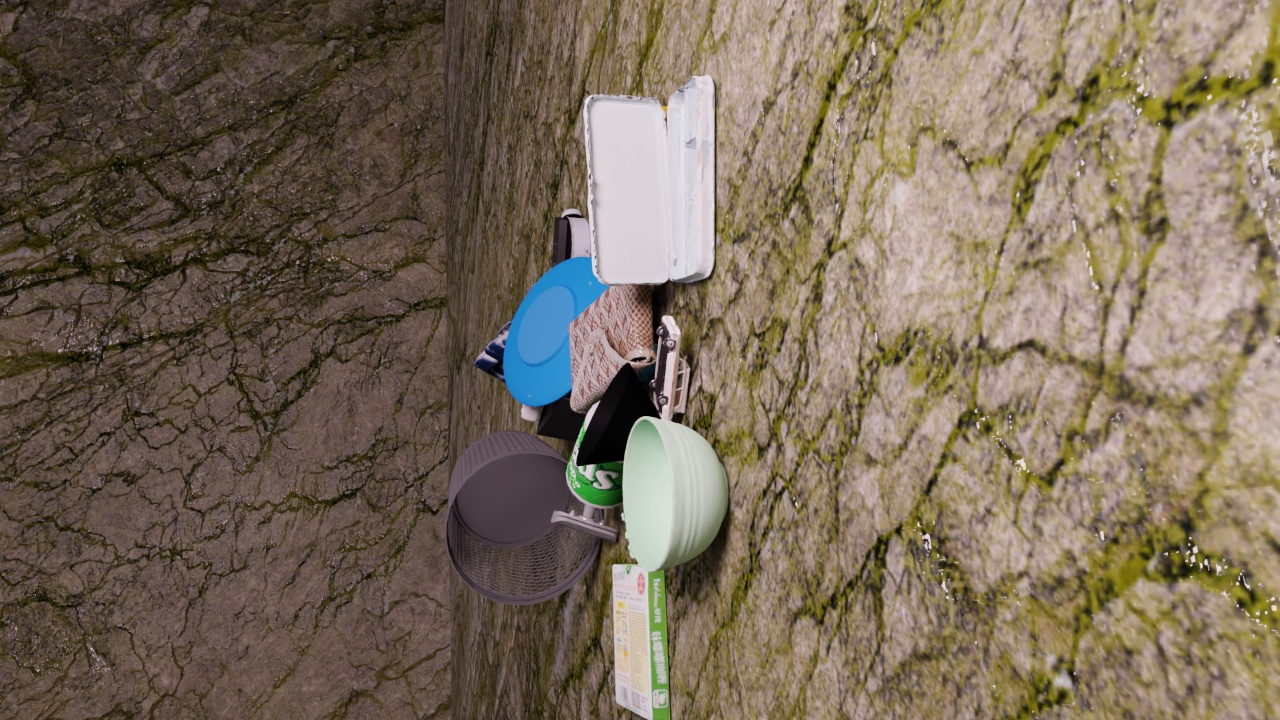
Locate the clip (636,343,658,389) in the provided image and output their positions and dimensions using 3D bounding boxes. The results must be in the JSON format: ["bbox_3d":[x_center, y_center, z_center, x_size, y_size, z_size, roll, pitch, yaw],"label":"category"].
[{"bbox_3d":[-0.008,0.004,1.126,0.123,0.033,0.120,113,148,-47],"label":"clip"}]

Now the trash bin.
[{"bbox_3d":[-0.186,0.218,1.371,0.227,0.217,0.218,-152,64,-74],"label":"trash bin"}]

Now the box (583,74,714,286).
[{"bbox_3d":[0.017,-0.182,0.943,0.105,0.129,0.210,172,93,-71],"label":"box"}]

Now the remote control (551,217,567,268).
[{"bbox_3d":[-0.126,-0.141,1.392,0.034,0.013,0.150,-140,52,-67],"label":"remote control"}]

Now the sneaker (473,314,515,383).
[{"bbox_3d":[-0.182,-0.042,1.477,0.132,0.103,0.270,-64,16,-18],"label":"sneaker"}]

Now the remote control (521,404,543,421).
[{"bbox_3d":[-0.158,0.058,1.375,0.114,0.028,0.060,-101,31,-78],"label":"remote control"}]

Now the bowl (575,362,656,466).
[{"bbox_3d":[-0.018,0.069,0.986,0.124,0.052,0.124,-60,9,16],"label":"bowl"}]

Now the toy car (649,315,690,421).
[{"bbox_3d":[0.035,0.009,0.968,0.039,0.039,0.113,-115,26,-53],"label":"toy car"}]

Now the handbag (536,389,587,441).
[{"bbox_3d":[-0.088,-0.002,1.340,0.176,0.072,0.195,131,148,-63],"label":"handbag"}]

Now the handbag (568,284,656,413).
[{"bbox_3d":[-0.041,-0.021,1.101,0.186,0.047,0.124,-37,49,53],"label":"handbag"}]

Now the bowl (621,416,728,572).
[{"bbox_3d":[0.038,0.129,0.896,0.151,0.077,0.151,180,91,-72],"label":"bowl"}]

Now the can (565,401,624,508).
[{"bbox_3d":[-0.036,0.112,1.105,0.140,0.087,0.087,113,152,-49],"label":"can"}]

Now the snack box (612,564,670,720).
[{"bbox_3d":[-0.001,0.328,1.086,0.132,0.027,0.168,151,118,-69],"label":"snack box"}]

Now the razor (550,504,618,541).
[{"bbox_3d":[-0.059,0.173,1.223,0.047,0.088,0.116,163,126,-71],"label":"razor"}]

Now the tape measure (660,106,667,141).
[{"bbox_3d":[0.021,-0.257,1.036,0.059,0.030,0.068,161,103,-72],"label":"tape measure"}]

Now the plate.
[{"bbox_3d":[-0.124,-0.046,1.269,0.225,0.024,0.224,-25,52,37],"label":"plate"}]

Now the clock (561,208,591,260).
[{"bbox_3d":[-0.104,-0.179,1.408,0.122,0.035,0.095,-106,24,-43],"label":"clock"}]
